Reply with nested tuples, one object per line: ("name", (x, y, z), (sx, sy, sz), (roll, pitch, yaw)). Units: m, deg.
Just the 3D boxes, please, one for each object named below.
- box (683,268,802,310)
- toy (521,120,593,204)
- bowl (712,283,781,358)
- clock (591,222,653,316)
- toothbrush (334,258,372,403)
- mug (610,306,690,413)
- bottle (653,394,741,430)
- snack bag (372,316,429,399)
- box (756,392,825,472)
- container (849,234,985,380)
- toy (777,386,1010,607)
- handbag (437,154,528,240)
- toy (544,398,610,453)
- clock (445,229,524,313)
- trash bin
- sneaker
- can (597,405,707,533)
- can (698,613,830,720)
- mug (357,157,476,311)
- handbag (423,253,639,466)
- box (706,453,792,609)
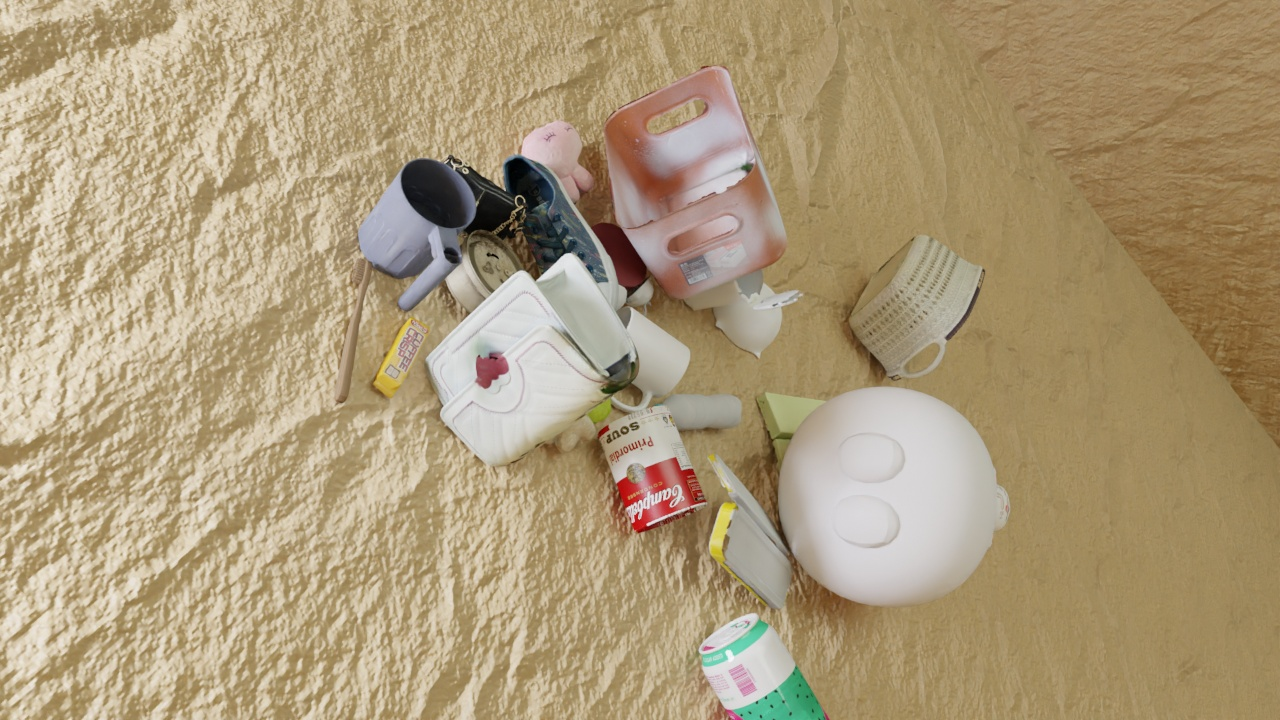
("box", (0.132, -0.107, 1.219), (0.084, 0.166, 0.094), (-19, 97, -48))
("toy", (-0.103, -0.253, 1.177), (0.105, 0.053, 0.108), (59, 37, -19))
("bowl", (0.160, -0.073, 1.302), (0.114, 0.051, 0.114), (24, 50, -31))
("clock", (-0.037, -0.111, 1.142), (0.096, 0.048, 0.137), (-16, 76, -48))
("toothbrush", (-0.278, -0.032, 0.885), (0.016, 0.016, 0.166), (23, 50, -32))
("mug", (-0.006, 0.006, 1.085), (0.090, 0.074, 0.110), (34, 71, -22))
("bottle", (0.069, 0.063, 1.130), (0.136, 0.044, 0.044), (2, 63, -43))
("snack bag", (-0.234, -0.006, 0.906), (0.026, 0.020, 0.099), (38, 44, -21))
("box", (0.247, 0.116, 1.281), (0.187, 0.030, 0.138), (10, 56, -39))
("container", (0.451, -0.093, 1.502), (0.143, 0.185, 0.250), (42, 42, -2))
("toy", (0.312, 0.168, 1.128), (0.280, 0.266, 0.262), (21, 73, -57))
("handbag", (-0.186, -0.180, 1.022), (0.128, 0.079, 0.054), (32, 45, -25))
("toy", (-0.078, 0.050, 0.999), (0.092, 0.043, 0.117), (33, 46, -18))
("clock", (-0.164, -0.072, 0.988), (0.092, 0.055, 0.140), (8, 58, -59))
("trash bin", (0.071, -0.225, 1.175), (0.157, 0.182, 0.259), (54, 20, -44))
("sneaker", (-0.095, -0.142, 1.062), (0.235, 0.087, 0.079), (64, 2, 14))
("can", (0.012, 0.119, 1.007), (0.086, 0.087, 0.116), (-7, 70, -46))
("can", (0.136, 0.358, 0.964), (0.088, 0.088, 0.166), (-27, 84, -49))
("mug", (-0.224, -0.124, 0.929), (0.083, 0.104, 0.123), (3, 63, -43))
("handbag", (-0.109, 0.008, 0.882), (0.096, 0.199, 0.142), (-27, 82, -51))
("box", (0.126, 0.197, 1.045), (0.210, 0.046, 0.128), (49, 32, -49))
